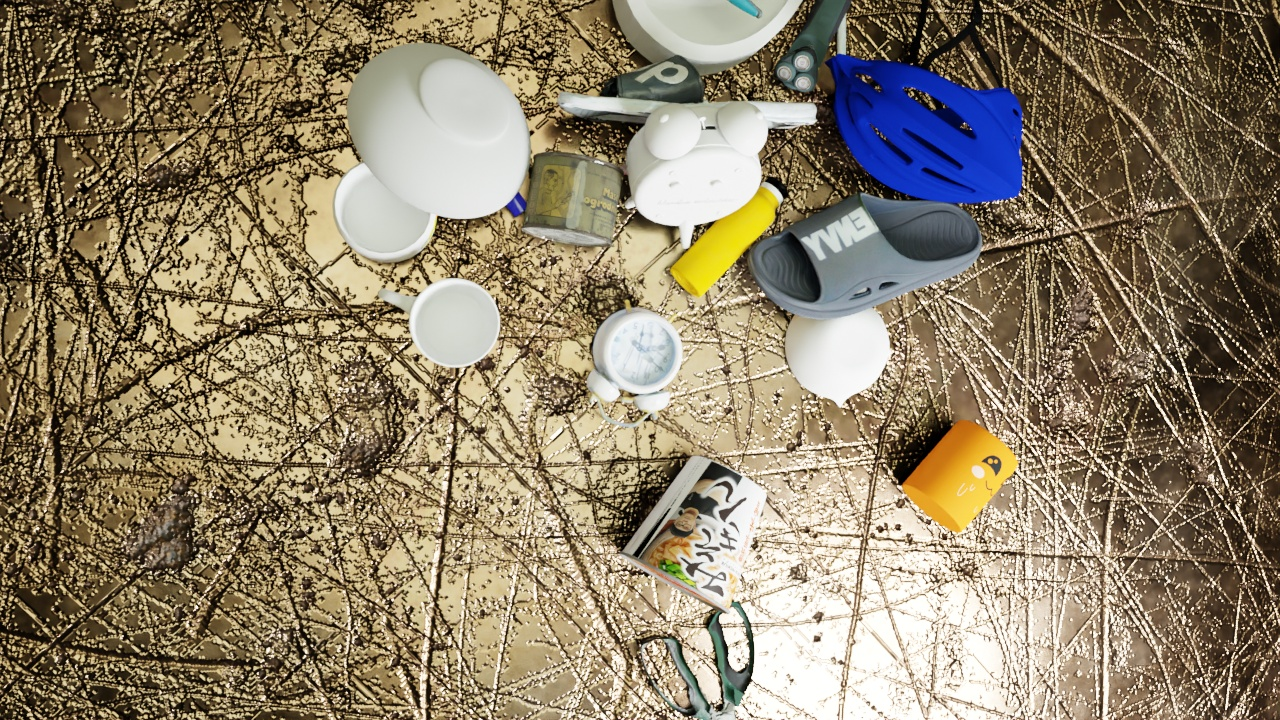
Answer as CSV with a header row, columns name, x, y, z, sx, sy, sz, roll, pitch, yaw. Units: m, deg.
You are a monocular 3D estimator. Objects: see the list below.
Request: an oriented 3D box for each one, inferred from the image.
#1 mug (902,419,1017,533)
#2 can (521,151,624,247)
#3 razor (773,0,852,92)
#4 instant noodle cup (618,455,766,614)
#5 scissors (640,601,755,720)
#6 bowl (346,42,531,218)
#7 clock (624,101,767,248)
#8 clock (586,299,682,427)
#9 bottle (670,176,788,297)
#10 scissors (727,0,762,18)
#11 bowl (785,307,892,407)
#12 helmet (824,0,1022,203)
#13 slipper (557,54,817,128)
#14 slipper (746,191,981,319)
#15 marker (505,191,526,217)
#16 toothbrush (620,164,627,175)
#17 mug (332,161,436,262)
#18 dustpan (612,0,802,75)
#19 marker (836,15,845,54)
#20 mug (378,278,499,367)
name,x,y,z,sx,sy,sz,roll,pitch,yaw
mug,0.353,0.135,1.003,0.096,0.078,0.112,-47,131,-7
can,-0.065,-0.156,0.892,0.090,0.090,0.074,10,89,-12
razor,0.190,-0.351,0.960,0.047,0.052,0.142,28,83,-2
instant noodle cup,0.061,0.169,0.921,0.123,0.124,0.121,32,76,-11
scissors,0.064,0.368,0.972,0.137,0.015,0.209,-8,92,-15
bowl,-0.172,-0.222,0.839,0.176,0.066,0.176,15,61,-30
clock,0.052,-0.178,0.878,0.125,0.161,0.072,-5,67,-12
clock,-0.006,0.005,0.931,0.089,0.052,0.125,14,92,-13
bottle,0.095,-0.131,0.950,0.043,0.043,0.143,45,83,-10
scissors,0.074,-0.393,0.907,0.154,0.019,0.126,-16,86,-18
bowl,0.216,-0.016,0.975,0.114,0.050,0.114,0,92,-12
helmet,0.309,-0.280,0.934,0.241,0.148,0.227,21,92,-11
slipper,0.047,-0.264,0.904,0.263,0.111,0.063,1,100,-14
slipper,0.244,-0.119,0.944,0.267,0.083,0.110,-14,66,-15
marker,-0.158,-0.206,0.906,0.020,0.020,0.141,-36,98,-9
toothbrush,0.044,-0.204,0.951,0.135,0.016,0.021,-8,95,-11
mug,-0.237,-0.151,0.867,0.094,0.068,0.115,18,88,-12
dustpan,0.084,-0.417,0.933,0.191,0.053,0.257,36,84,-11
marker,0.216,-0.365,0.985,0.011,0.011,0.152,-1,92,-12
mug,-0.192,-0.042,0.869,0.114,0.088,0.081,23,87,-12
